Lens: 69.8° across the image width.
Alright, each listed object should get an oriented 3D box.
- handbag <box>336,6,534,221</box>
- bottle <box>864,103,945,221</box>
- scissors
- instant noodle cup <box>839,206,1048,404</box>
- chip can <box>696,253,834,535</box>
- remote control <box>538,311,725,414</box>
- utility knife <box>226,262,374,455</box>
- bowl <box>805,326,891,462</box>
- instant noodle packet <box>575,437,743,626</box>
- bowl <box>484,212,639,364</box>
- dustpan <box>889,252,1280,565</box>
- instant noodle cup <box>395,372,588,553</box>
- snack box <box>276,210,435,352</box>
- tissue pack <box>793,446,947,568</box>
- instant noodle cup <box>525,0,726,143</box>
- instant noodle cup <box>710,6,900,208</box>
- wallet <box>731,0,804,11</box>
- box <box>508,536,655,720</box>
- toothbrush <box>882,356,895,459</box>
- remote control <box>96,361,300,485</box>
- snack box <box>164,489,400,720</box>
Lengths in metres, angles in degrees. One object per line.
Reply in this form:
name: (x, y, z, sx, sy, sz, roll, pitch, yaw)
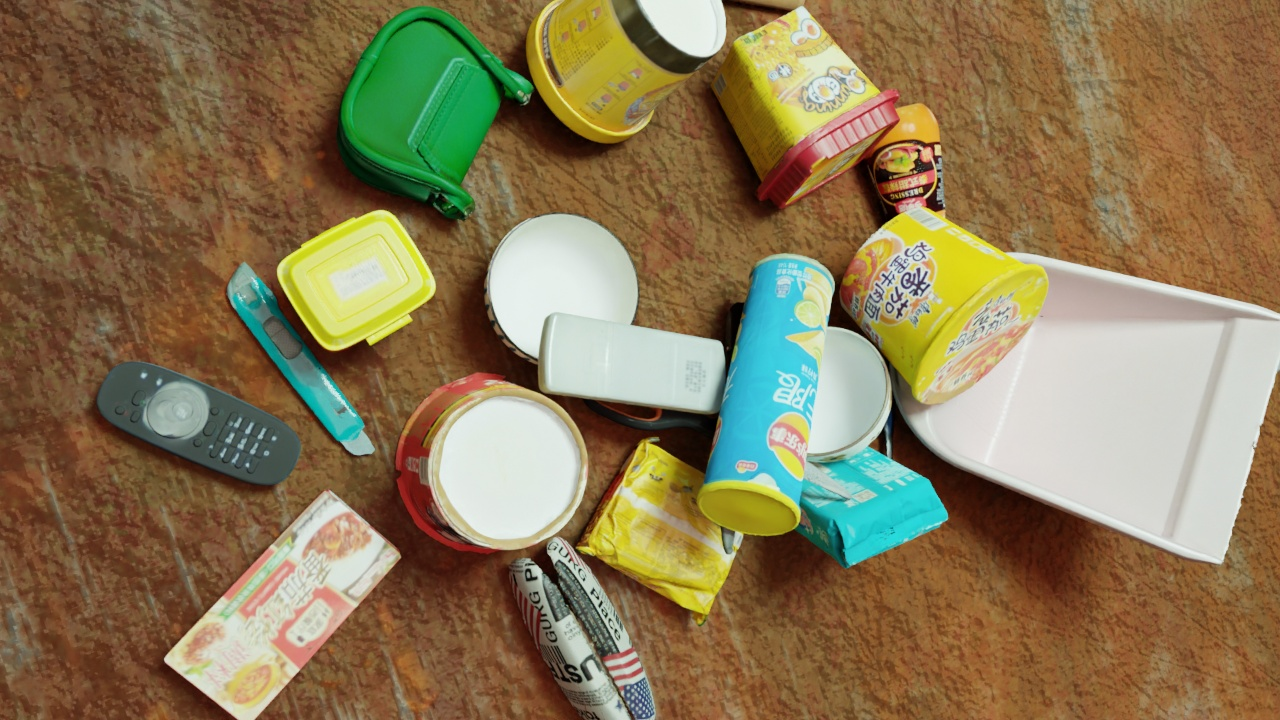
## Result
handbag: (-0.155, -0.184, 0.684, 0.120, 0.068, 0.131, 26, 79, -16)
bottle: (0.241, -0.149, 0.817, 0.066, 0.067, 0.149, -17, 98, -18)
scissors: (0.064, 0.041, 0.723, 0.234, 0.022, 0.220, 21, 58, 10)
instant noodle cup: (0.237, -0.050, 0.745, 0.137, 0.138, 0.110, -29, 54, -18)
chip can: (0.097, 0.020, 0.682, 0.071, 0.071, 0.209, 26, 56, -15)
remote control: (-0.004, 0.004, 0.675, 0.150, 0.021, 0.058, 10, 78, -28)
utility knife: (-0.248, 0.002, 0.670, 0.029, 0.013, 0.166, -37, 98, -15)
bowl: (0.154, 0.036, 0.762, 0.113, 0.113, 0.062, -61, 147, -12)
instant noodle packet: (0.026, 0.135, 0.734, 0.128, 0.044, 0.110, 34, 75, -15)
bowl: (-0.065, -0.050, 0.705, 0.116, 0.066, 0.116, 2, 85, -19)
dustpan: (0.360, 0.020, 0.767, 0.138, 0.274, 0.222, 35, 71, -43)
instant noodle cup: (-0.104, 0.078, 0.662, 0.137, 0.109, 0.138, 1, 86, -18)
snack box: (-0.201, -0.051, 0.654, 0.091, 0.080, 0.082, -33, 95, -18)
tissue pack: (0.169, 0.113, 0.734, 0.093, 0.133, 0.050, -20, 108, -15)
instant noodle cup: (-0.008, -0.243, 0.693, 0.118, 0.115, 0.118, 15, 65, -36)
instant noodle cup: (0.130, -0.211, 0.762, 0.116, 0.116, 0.123, -31, 84, -17)
wallet: (0.081, -0.364, 0.794, 0.131, 0.031, 0.108, 2, 87, -19)
box: (-0.032, 0.208, 0.700, 0.082, 0.075, 0.163, -28, 93, -29)
toothbrush: (0.221, 0.036, 0.822, 0.014, 0.016, 0.189, 6, 82, -14)
remote control: (-0.306, 0.045, 0.642, 0.136, 0.024, 0.053, 27, 80, -13)
snack box: (-0.250, 0.172, 0.651, 0.075, 0.025, 0.152, 44, 75, -10)
